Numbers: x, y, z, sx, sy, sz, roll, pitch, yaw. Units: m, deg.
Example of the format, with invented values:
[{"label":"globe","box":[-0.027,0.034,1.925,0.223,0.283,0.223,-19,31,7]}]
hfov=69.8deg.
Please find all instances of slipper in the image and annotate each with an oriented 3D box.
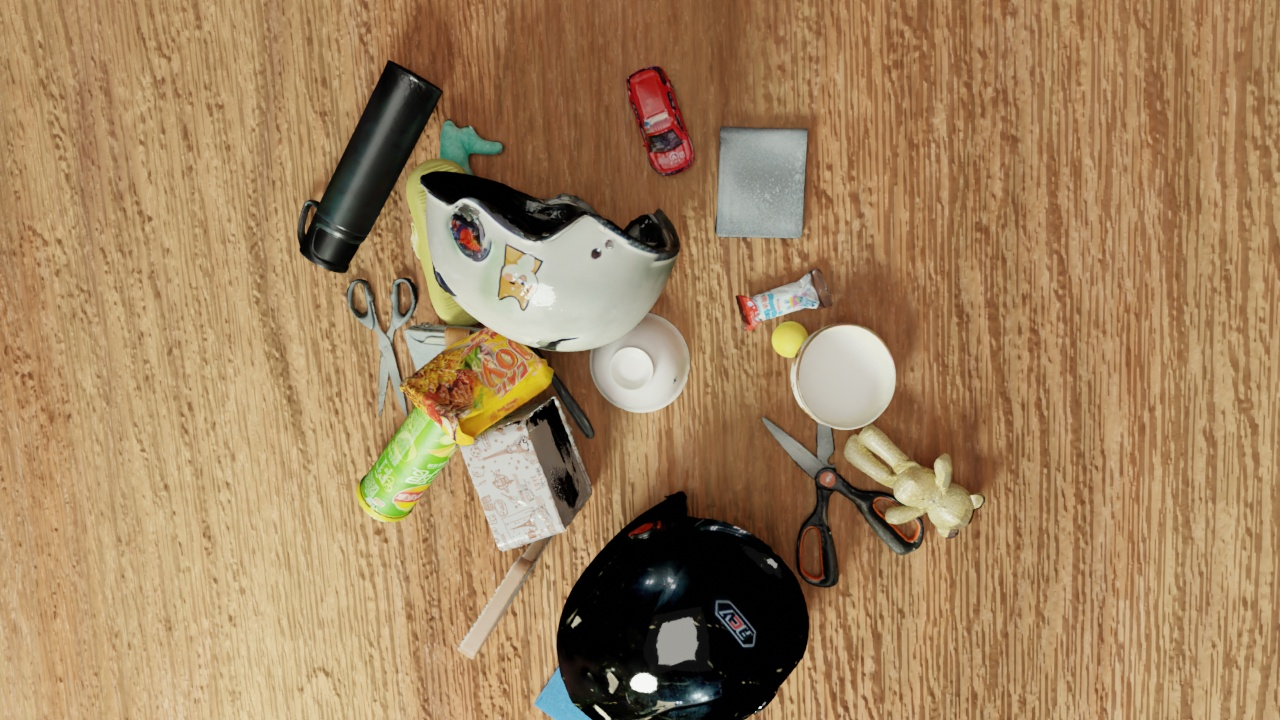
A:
[{"label":"slipper","box":[-0.217,-0.135,1.049,0.091,0.082,0.191,-20,109,-24]}]

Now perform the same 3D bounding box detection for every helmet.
[{"label":"helmet","box":[0.042,0.285,0.982,0.233,0.229,0.276,53,140,-1]},{"label":"helmet","box":[-0.102,-0.095,0.947,0.274,0.229,0.157,14,105,15]}]

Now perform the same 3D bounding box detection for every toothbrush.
[{"label":"toothbrush","box":[-0.106,0.016,1.078,0.016,0.018,0.181,-33,93,7]}]

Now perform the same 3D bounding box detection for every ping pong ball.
[{"label":"ping pong ball","box":[0.166,-0.023,1.015,0.040,0.040,0.040,1,97,9]}]

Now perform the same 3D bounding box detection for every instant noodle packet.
[{"label":"instant noodle packet","box":[-0.168,0.018,0.951,0.128,0.044,0.111,-39,59,-24]}]

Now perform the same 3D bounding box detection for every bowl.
[{"label":"bowl","box":[0.212,0.016,0.995,0.113,0.062,0.113,0,91,-10]},{"label":"bowl","box":[-0.006,0.006,1.035,0.118,0.064,0.118,1,98,10]}]

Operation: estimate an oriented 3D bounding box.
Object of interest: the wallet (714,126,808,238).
[{"label":"wallet","box":[0.133,-0.195,1.011,0.097,0.019,0.121,4,99,11]}]

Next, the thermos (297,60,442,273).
[{"label":"thermos","box":[-0.322,-0.225,1.056,0.090,0.068,0.243,35,102,14]}]

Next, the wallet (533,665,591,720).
[{"label":"wallet","box":[-0.051,0.415,1.110,0.133,0.040,0.106,34,110,3]}]

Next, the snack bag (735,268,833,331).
[{"label":"snack bag","box":[0.157,-0.066,1.019,0.105,0.026,0.045,-18,91,9]}]

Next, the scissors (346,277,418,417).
[{"label":"scissors","box":[-0.310,-0.022,1.109,0.166,0.014,0.163,41,104,0]}]

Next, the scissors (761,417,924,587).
[{"label":"scissors","box":[0.217,0.157,1.040,0.221,0.021,0.225,25,100,5]}]

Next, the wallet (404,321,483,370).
[{"label":"wallet","box":[-0.199,0.001,1.055,0.130,0.036,0.107,4,141,9]}]

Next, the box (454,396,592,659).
[{"label":"box","box":[-0.129,0.179,1.021,0.130,0.179,0.272,7,98,6]}]

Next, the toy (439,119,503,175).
[{"label":"toy","box":[-0.207,-0.229,1.055,0.096,0.030,0.092,5,100,3]}]

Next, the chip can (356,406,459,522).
[{"label":"chip can","box":[-0.246,0.094,1.052,0.072,0.072,0.222,42,119,2]}]

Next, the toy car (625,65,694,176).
[{"label":"toy car","box":[0.020,-0.263,1.007,0.053,0.045,0.120,-20,96,12]}]

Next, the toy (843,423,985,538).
[{"label":"toy","box":[0.295,0.129,1.002,0.157,0.066,0.105,36,114,2]}]
